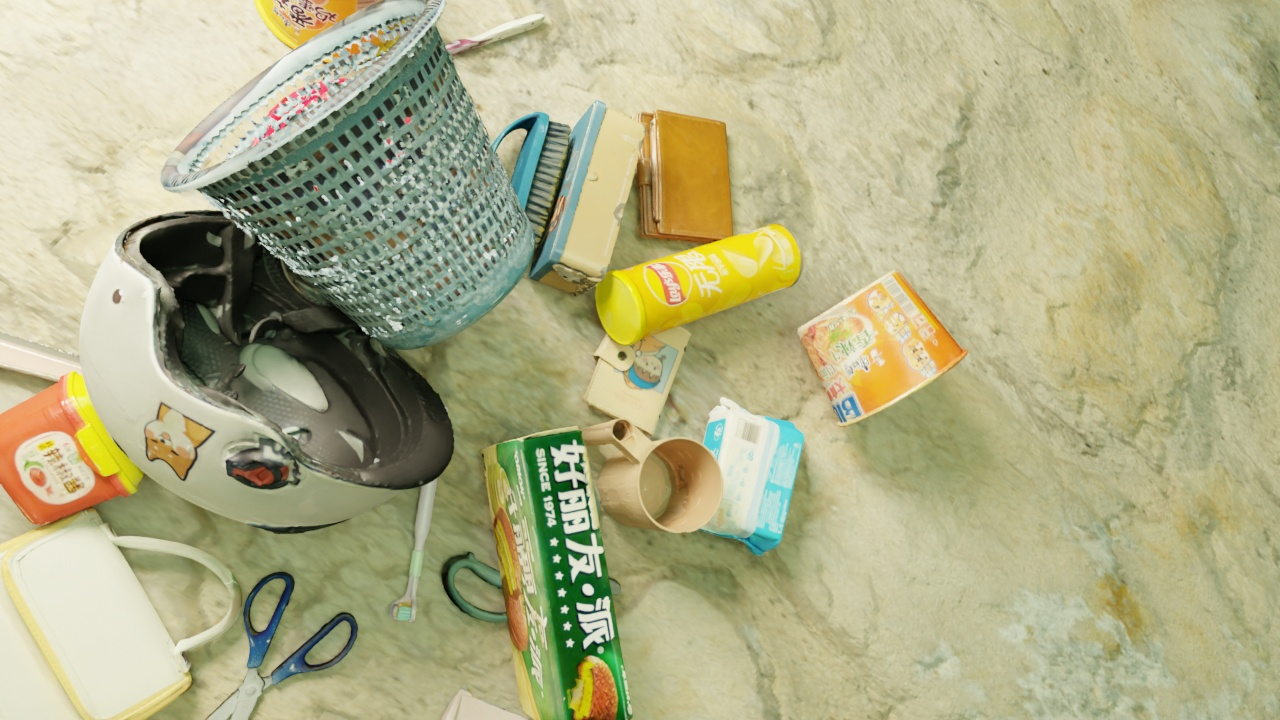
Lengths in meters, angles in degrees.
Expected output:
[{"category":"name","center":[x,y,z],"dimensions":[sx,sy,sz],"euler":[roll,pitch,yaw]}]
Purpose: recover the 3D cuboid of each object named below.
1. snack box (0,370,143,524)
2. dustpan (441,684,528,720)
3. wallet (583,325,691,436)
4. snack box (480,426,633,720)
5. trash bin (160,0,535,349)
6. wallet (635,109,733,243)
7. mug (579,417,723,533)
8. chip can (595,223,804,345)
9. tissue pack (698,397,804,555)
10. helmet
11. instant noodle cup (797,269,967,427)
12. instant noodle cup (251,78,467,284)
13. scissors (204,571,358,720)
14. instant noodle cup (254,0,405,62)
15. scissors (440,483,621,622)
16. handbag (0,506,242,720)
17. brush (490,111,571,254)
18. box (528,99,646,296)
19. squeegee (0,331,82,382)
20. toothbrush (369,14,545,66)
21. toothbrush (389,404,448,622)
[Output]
[{"category":"snack box","center":[-0.422,0.066,0.670],"dimensions":[0.080,0.082,0.091],"euler":[-29,117,-19]},{"category":"dustpan","center":[-0.088,0.438,0.731],"dimensions":[0.222,0.139,0.273],"euler":[26,73,-17]},{"category":"wallet","center":[-0.005,0.005,0.897],"dimensions":[0.087,0.024,0.115],"euler":[29,71,-21]},{"category":"snack box","center":[-0.074,0.180,0.769],"dimensions":[0.063,0.115,0.240],"euler":[-8,86,-25]},{"category":"trash bin","center":[-0.188,-0.123,0.672],"dimensions":[0.226,0.227,0.195],"euler":[-49,128,-22]},{"category":"wallet","center":[0.041,-0.188,0.939],"dimensions":[0.119,0.035,0.130],"euler":[2,82,-25]},{"category":"mug","center":[0.001,0.102,0.839],"dimensions":[0.124,0.104,0.084],"euler":[43,68,-12]},{"category":"chip can","center":[0.062,-0.077,0.898],"dimensions":[0.212,0.072,0.072],"euler":[-20,90,-31]},{"category":"tissue pack","center":[0.102,0.114,0.904],"dimensions":[0.090,0.063,0.140],"euler":[20,73,-18]},{"category":"helmet","center":[-0.291,0.027,0.683],"dimensions":[0.157,0.229,0.274],"euler":[-39,109,16]},{"category":"instant noodle cup","center":[0.241,-0.017,0.945],"dimensions":[0.151,0.152,0.111],"euler":[-30,87,-25]},{"category":"instant noodle cup","center":[-0.237,-0.164,0.798],"dimensions":[0.193,0.066,0.193],"euler":[4,81,-24]},{"category":"scissors","center":[-0.308,0.248,0.734],"dimensions":[0.165,0.012,0.157],"euler":[-18,91,-24]},{"category":"instant noodle cup","center":[-0.262,-0.343,0.790],"dimensions":[0.138,0.110,0.138],"euler":[4,80,-22]},{"category":"scissors","center":[-0.090,0.164,0.838],"dimensions":[0.170,0.019,0.179],"euler":[14,76,-20]},{"category":"handbag","center":[-0.398,0.190,0.680],"dimensions":[0.178,0.063,0.163],"euler":[-30,96,-28]},{"category":"brush","center":[-0.114,-0.168,0.857],"dimensions":[0.073,0.055,0.143],"euler":[18,76,-21]},{"category":"box","center":[-0.049,-0.156,0.867],"dimensions":[0.059,0.090,0.184],"euler":[17,73,-19]},{"category":"squeegee","center":[-0.548,0.076,0.641],"dimensions":[0.247,0.040,0.249],"euler":[21,75,-20]},{"category":"toothbrush","center":[-0.172,-0.304,0.875],"dimensions":[0.187,0.016,0.017],"euler":[-28,84,-24]},{"category":"toothbrush","center":[-0.190,0.130,0.800],"dimensions":[0.021,0.029,0.189],"euler":[31,63,-59]}]
